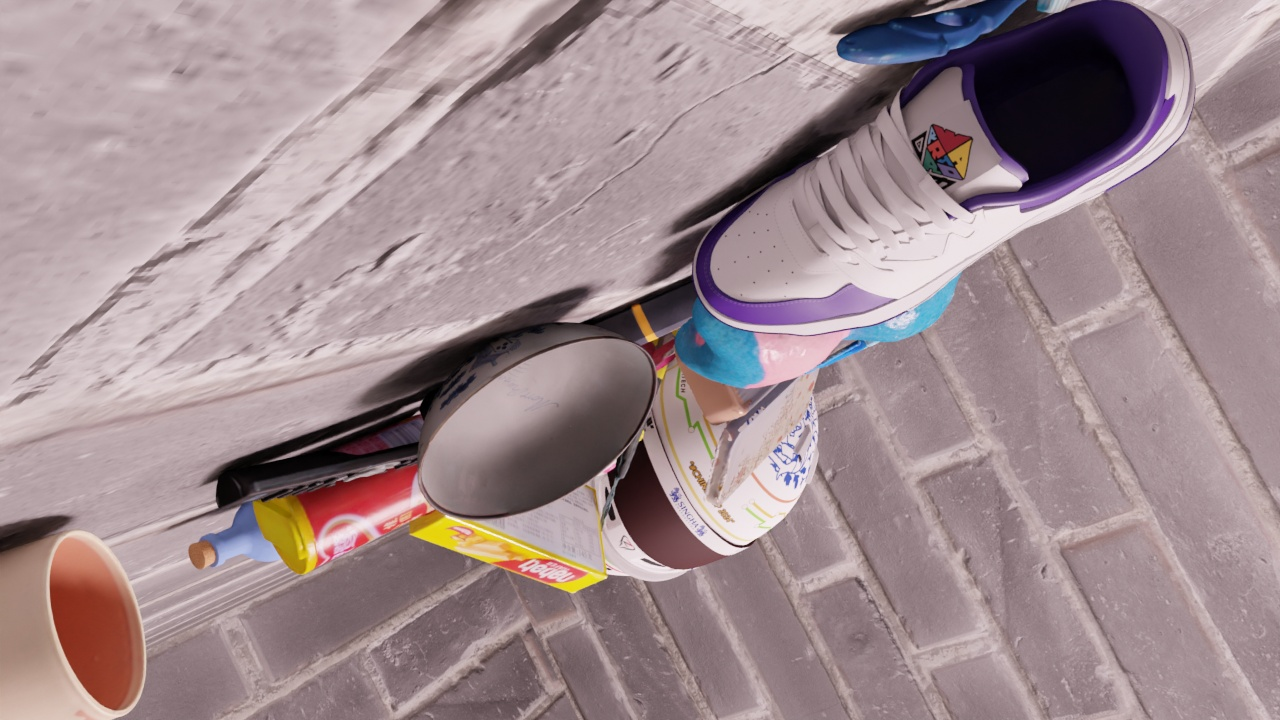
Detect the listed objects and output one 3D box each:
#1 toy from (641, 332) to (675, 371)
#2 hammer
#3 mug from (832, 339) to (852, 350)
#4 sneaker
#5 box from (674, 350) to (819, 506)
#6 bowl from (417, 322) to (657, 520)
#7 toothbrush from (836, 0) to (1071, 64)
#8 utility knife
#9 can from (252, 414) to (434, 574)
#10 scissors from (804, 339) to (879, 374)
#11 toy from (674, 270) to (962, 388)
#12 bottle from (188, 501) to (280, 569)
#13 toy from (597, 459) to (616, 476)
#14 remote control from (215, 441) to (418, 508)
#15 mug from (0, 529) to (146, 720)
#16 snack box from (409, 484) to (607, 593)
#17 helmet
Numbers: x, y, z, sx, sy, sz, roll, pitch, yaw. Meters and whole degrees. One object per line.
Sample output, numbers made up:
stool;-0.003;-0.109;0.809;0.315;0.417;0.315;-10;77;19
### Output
toy;-0.004;0.004;0.760;0.103;0.050;0.065;-7;-164;38
hammer;-0.008;-0.023;0.650;0.311;0.035;0.140;-25;177;-28
mug;0.156;-0.062;0.759;0.083;0.096;0.120;-27;176;-7
sneaker;0.123;-0.078;0.412;0.245;0.091;0.111;-27;171;22
box;0.104;0.019;0.798;0.071;0.157;0.216;9;-158;27
bowl;-0.068;0.025;0.542;0.150;0.056;0.151;-23;145;-18
toothbrush;0.117;-0.121;0.325;0.132;0.021;0.016;-26;141;-27
utility knife;-0.008;0.067;0.827;0.028;0.020;0.234;-98;-154;-73
can;-0.185;0.086;0.613;0.124;0.066;0.067;-24;175;-39
scissors;0.194;-0.016;0.784;0.125;0.014;0.131;-28;172;-15
toy;0.116;-0.048;0.565;0.191;0.099;0.224;-25;163;-6
bottle;-0.254;0.114;0.647;0.048;0.048;0.130;-30;175;34
toy;-0.114;0.087;0.868;0.209;0.085;0.138;-21;146;11
remote control;-0.175;0.061;0.545;0.140;0.021;0.046;-9;171;-46
mug;-0.290;0.124;0.410;0.104;0.085;0.111;-17;-157;-10
snack box;-0.107;0.124;0.768;0.042;0.092;0.200;-29;141;23
helmet;0.071;0.088;0.990;0.237;0.231;0.313;-20;-157;37
